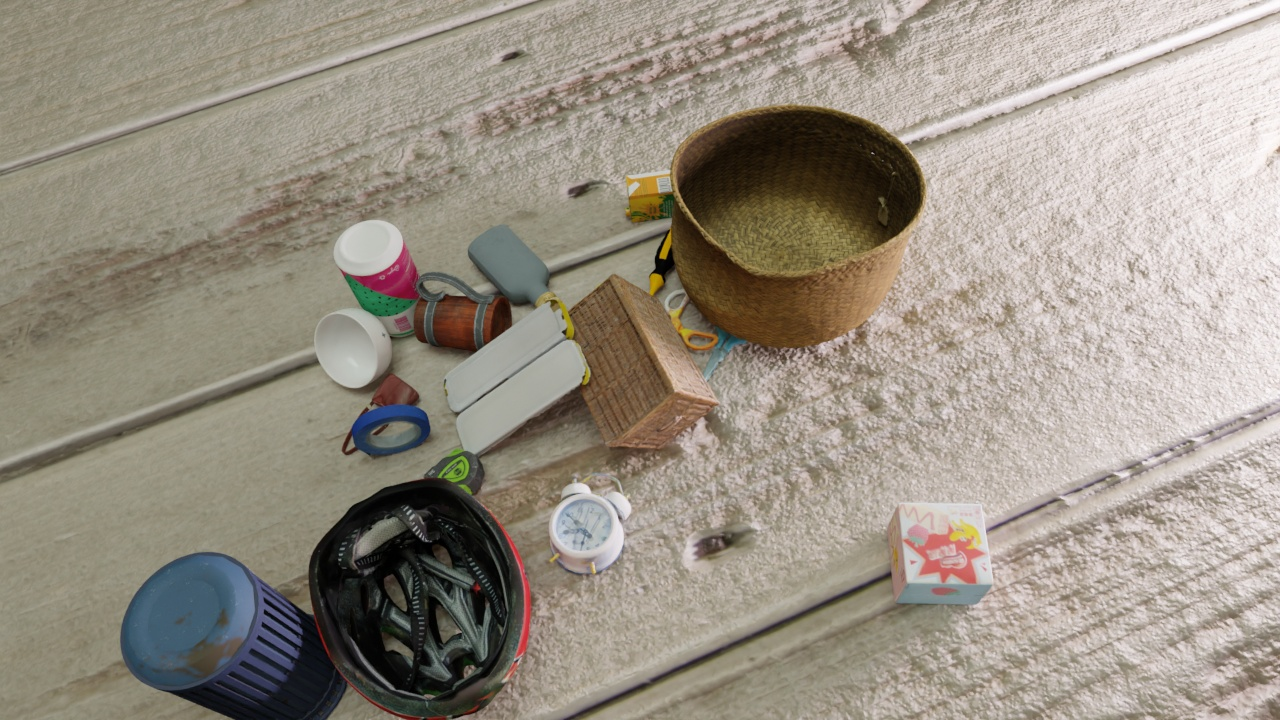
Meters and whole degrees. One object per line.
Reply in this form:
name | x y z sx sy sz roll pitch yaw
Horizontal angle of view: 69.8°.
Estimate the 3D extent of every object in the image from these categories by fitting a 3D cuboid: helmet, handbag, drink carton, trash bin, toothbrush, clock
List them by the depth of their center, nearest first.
trash bin | -0.406 0.294 0.936 0.139 0.250 0.139 -2 59 3
helmet | -0.229 0.260 0.991 0.217 0.167 0.272 -29 61 -13
clock | -0.061 0.191 1.089 0.089 0.052 0.125 11 58 12
handbag | -0.347 0.075 1.197 0.055 0.029 0.119 31 71 23
toothbrush | 0.024 -0.115 1.273 0.031 0.031 0.196 12 58 15
drink carton | 0.037 -0.241 1.334 0.122 0.058 0.041 -8 59 0

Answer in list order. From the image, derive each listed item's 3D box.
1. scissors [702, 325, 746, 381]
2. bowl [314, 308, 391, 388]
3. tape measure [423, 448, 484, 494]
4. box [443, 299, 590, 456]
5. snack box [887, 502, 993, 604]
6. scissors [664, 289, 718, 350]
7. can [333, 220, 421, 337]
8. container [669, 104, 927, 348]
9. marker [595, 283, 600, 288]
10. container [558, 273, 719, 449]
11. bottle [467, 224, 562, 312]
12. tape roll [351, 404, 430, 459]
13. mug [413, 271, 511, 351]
scissors | 0.106 -0.014 1.219 0.056 0.015 0.136 25 59 15
bowl | -0.375 -0.020 1.216 0.105 0.105 0.054 20 26 15
tape measure | -0.226 0.144 1.139 0.065 0.036 0.059 -41 55 -15
box | -0.159 0.024 1.151 0.210 0.023 0.127 -33 60 21
snack box | 0.332 0.216 1.025 0.093 0.080 0.094 1 60 5
scissors | 0.048 -0.047 1.241 0.125 0.011 0.128 13 57 18
can | -0.339 -0.106 1.220 0.088 0.166 0.088 -2 59 3
container | 0.196 -0.168 1.194 0.307 0.197 0.306 -2 56 3
marker | -0.030 -0.055 1.252 0.021 0.017 0.123 -24 62 -10
container | -0.006 0.007 1.136 0.114 0.112 0.198 -40 59 22
bottle | -0.170 -0.120 1.285 0.072 0.046 0.161 -36 63 -16
tape roll | -0.311 0.087 1.145 0.093 0.091 0.016 -20 59 -2
mug | -0.240 -0.065 1.220 0.111 0.117 0.081 6 42 12
